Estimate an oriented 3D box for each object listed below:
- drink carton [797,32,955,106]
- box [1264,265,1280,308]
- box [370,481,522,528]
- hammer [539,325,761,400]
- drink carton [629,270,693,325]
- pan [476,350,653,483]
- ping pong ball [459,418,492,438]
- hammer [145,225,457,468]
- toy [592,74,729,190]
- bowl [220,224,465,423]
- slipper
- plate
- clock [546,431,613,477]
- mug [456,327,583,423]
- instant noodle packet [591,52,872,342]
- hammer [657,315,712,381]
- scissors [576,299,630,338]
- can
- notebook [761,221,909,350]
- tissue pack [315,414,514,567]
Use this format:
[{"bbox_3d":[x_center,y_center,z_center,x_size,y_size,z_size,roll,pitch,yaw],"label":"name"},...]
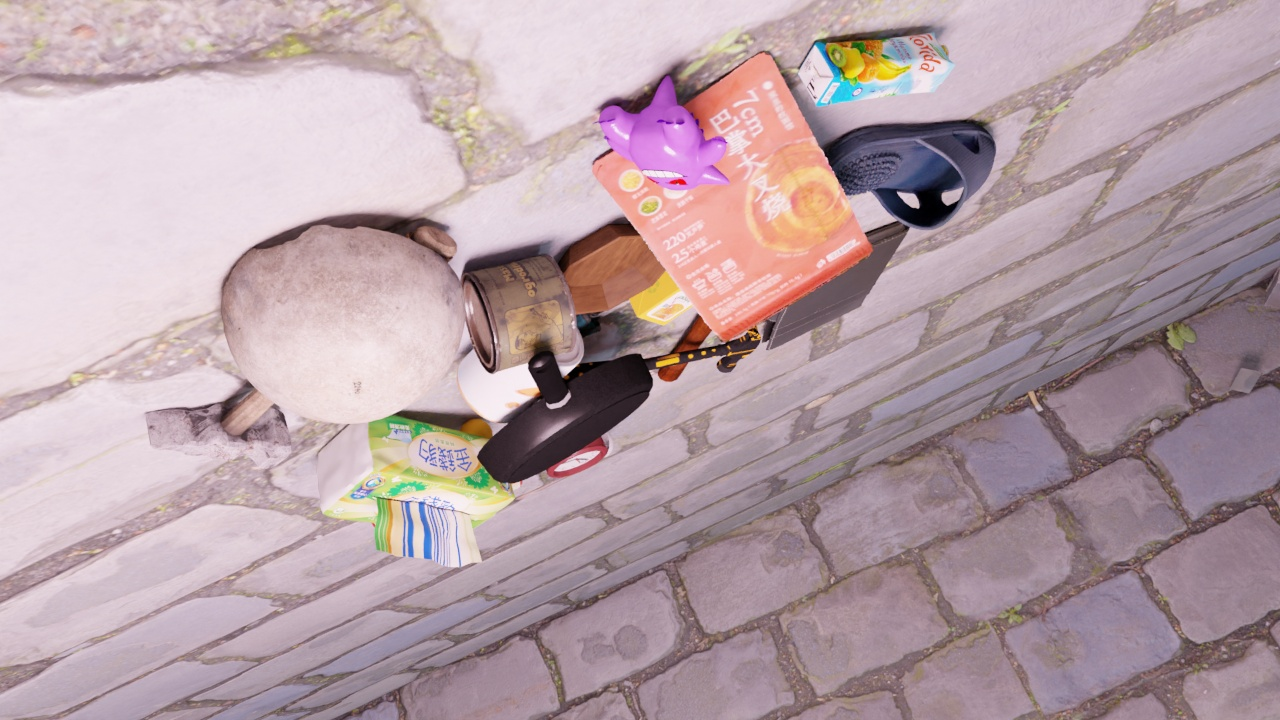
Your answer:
[{"bbox_3d":[0.189,-0.232,0.728,0.128,0.044,0.039,-14,158,-25],"label":"drink carton"},{"bbox_3d":[2.045,-0.076,2.635,0.173,0.512,0.167,-32,149,6],"label":"box"},{"bbox_3d":[-0.256,0.166,1.202,0.205,0.050,0.118,-20,161,-16],"label":"box"},{"bbox_3d":[-0.006,0.006,1.064,0.320,0.036,0.123,-11,158,-21],"label":"hammer"},{"bbox_3d":[0.050,-0.088,0.930,0.123,0.040,0.058,-33,159,22],"label":"drink carton"},{"bbox_3d":[-0.074,0.048,0.894,0.204,0.044,0.356,-32,171,-7],"label":"pan"},{"bbox_3d":[-0.195,0.089,1.088,0.040,0.040,0.040,-22,160,-9],"label":"ping pong ball"},{"bbox_3d":[-0.270,-0.007,0.754,0.319,0.049,0.121,-36,152,23],"label":"hammer"},{"bbox_3d":[0.022,-0.159,0.673,0.106,0.055,0.088,11,150,33],"label":"toy"},{"bbox_3d":[-0.214,-0.007,0.678,0.178,0.081,0.179,-11,140,-9],"label":"bowl"},{"bbox_3d":[0.286,-0.180,0.922,0.263,0.082,0.101,-8,152,-39],"label":"slipper"},{"bbox_3d":[-0.030,-0.088,0.856,0.131,0.025,0.131,-22,160,-9],"label":"plate"},{"bbox_3d":[-0.092,0.126,1.294,0.096,0.048,0.137,-29,159,10],"label":"clock"},{"bbox_3d":[-0.118,0.001,0.895,0.082,0.082,0.106,-2,149,-49],"label":"mug"},{"bbox_3d":[0.079,-0.134,0.773,0.164,0.084,0.221,-31,140,13],"label":"instant noodle packet"},{"bbox_3d":[0.079,-0.047,1.080,0.111,0.028,0.301,-9,158,-22],"label":"hammer"},{"bbox_3d":[-0.077,-0.028,0.966,0.144,0.019,0.127,-15,158,-31],"label":"scissors"},{"bbox_3d":[-0.107,-0.040,0.791,0.074,0.089,0.090,-16,159,-22],"label":"can"},{"bbox_3d":[0.240,-0.091,1.172,0.169,0.029,0.209,-23,157,-13],"label":"notebook"},{"bbox_3d":[-0.237,0.154,0.994,0.197,0.141,0.121,14,137,-39],"label":"tissue pack"}]
